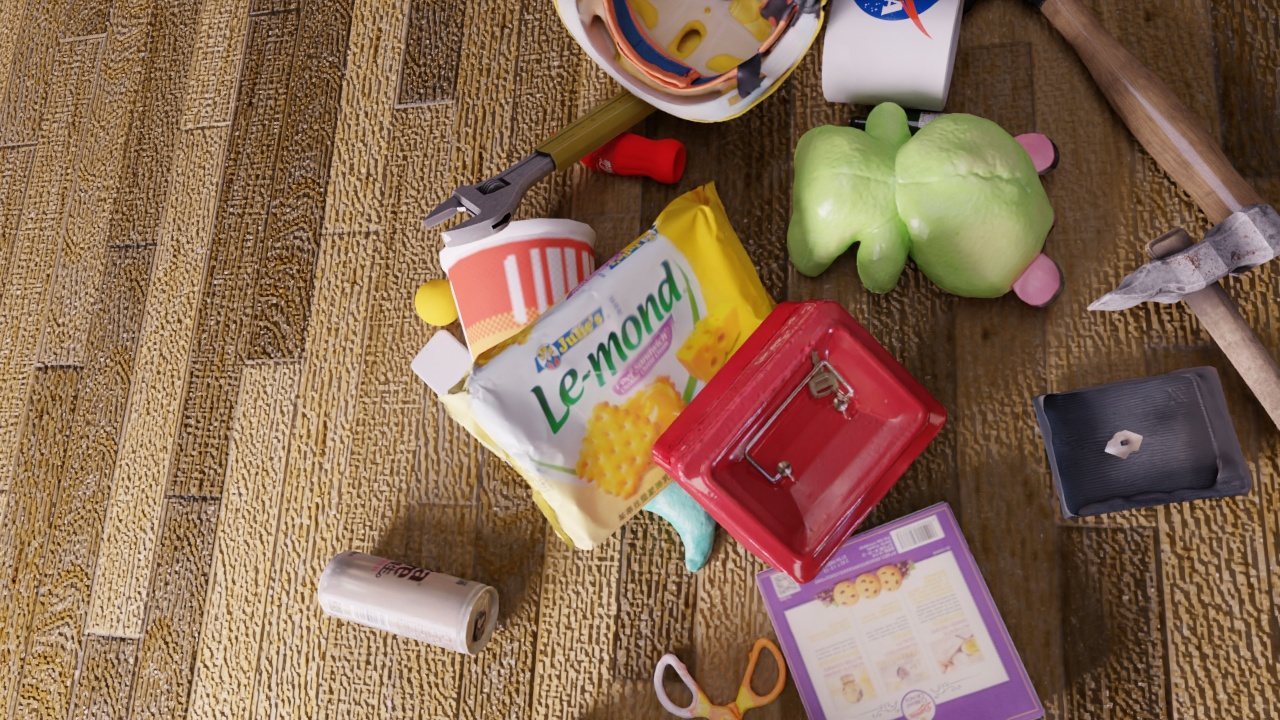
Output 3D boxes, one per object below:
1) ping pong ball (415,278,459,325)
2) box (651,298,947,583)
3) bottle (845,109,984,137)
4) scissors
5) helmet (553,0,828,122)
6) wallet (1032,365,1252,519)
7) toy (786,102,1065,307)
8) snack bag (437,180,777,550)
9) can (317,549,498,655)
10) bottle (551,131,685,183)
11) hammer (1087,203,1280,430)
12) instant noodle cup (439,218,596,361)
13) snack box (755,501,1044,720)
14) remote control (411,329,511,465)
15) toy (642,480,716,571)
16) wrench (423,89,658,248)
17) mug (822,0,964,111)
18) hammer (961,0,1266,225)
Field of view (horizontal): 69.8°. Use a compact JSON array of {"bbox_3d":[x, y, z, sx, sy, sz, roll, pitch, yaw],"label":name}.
[{"bbox_3d":[-0.173,-0.050,0.788,0.040,0.040,0.040,-4,75,15],"label":"ping pong ball"},{"bbox_3d":[0.104,0.051,0.623,0.157,0.092,0.129,-47,106,-5],"label":"box"},{"bbox_3d":[0.214,-0.182,0.718,0.106,0.025,0.025,10,79,18],"label":"bottle"},{"bbox_3d":[0.057,0.255,0.658,0.128,0.011,0.125,17,80,21],"label":"scissors"},{"bbox_3d":[0.063,-0.317,0.708,0.209,0.139,0.241,35,121,6],"label":"helmet"},{"bbox_3d":[0.335,0.056,0.621,0.115,0.026,0.089,-11,74,12],"label":"wallet"},{"bbox_3d":[0.202,-0.119,0.668,0.197,0.107,0.150,1,76,26],"label":"toy"},{"bbox_3d":[-0.004,0.004,0.653,0.247,0.159,0.068,-39,24,-14],"label":"snack bag"},{"bbox_3d":[-0.183,0.189,0.722,0.136,0.054,0.054,9,78,18],"label":"can"},{"bbox_3d":[-0.022,-0.177,0.779,0.119,0.036,0.036,14,80,19],"label":"bottle"},{"bbox_3d":[0.419,0.054,0.573,0.121,0.049,0.318,-29,78,-2],"label":"hammer"},{"bbox_3d":[-0.086,-0.032,0.721,0.123,0.123,0.121,-13,80,12],"label":"instant noodle cup"},{"bbox_3d":[0.172,0.190,0.626,0.143,0.040,0.148,-23,71,9],"label":"snack box"},{"bbox_3d":[-0.134,0.032,0.772,0.146,0.008,0.045,40,90,21],"label":"remote control"},{"bbox_3d":[0.009,0.109,0.700,0.105,0.033,0.085,12,89,16],"label":"toy"},{"bbox_3d":[-0.060,-0.166,0.726,0.084,0.018,0.272,22,50,41],"label":"wrench"},{"bbox_3d":[0.199,-0.252,0.714,0.090,0.091,0.121,11,44,18],"label":"mug"},{"bbox_3d":[0.366,-0.203,0.674,0.132,0.040,0.305,-31,71,7],"label":"hammer"}]
